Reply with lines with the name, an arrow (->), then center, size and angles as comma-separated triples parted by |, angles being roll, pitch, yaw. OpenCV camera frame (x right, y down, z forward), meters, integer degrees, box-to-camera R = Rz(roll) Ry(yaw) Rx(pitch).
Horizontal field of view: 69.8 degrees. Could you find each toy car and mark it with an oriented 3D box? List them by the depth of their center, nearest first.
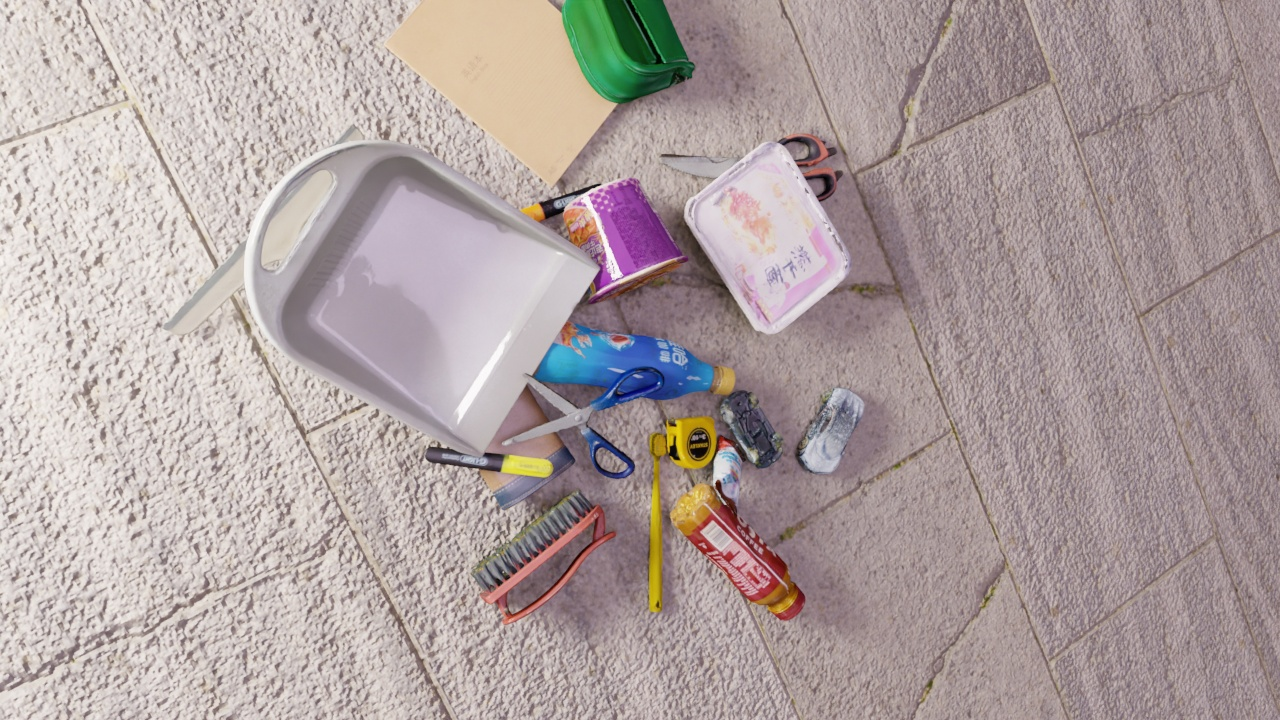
toy car -> 0.120, 0.075, 1.003 | 0.043, 0.034, 0.090 | -35, 99, -15
toy car -> 0.218, 0.081, 1.041 | 0.049, 0.031, 0.105 | 31, 80, -17

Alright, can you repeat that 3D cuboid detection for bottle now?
bottle -> -0.006, 0.005, 0.941 | 0.218, 0.065, 0.065 | 11, 86, -20
bottle -> 0.109, 0.210, 0.985 | 0.057, 0.057, 0.175 | -47, 104, -15

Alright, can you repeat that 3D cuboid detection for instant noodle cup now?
instant noodle cup -> -0.022, -0.122, 0.918 | 0.111, 0.112, 0.099 | -25, 89, -19
instant noodle cup -> 0.130, -0.130, 0.987 | 0.138, 0.060, 0.173 | -38, 108, -11

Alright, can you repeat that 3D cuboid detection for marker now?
marker -> -0.145, 0.097, 0.881 | 0.124, 0.015, 0.018 | 9, 82, -15
marker -> -0.090, -0.156, 0.936 | 0.123, 0.015, 0.018 | -24, 102, -21

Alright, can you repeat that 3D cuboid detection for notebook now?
notebook -> -0.126, -0.298, 0.926 | 0.211, 0.012, 0.149 | 39, 77, -15

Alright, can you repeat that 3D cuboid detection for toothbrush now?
toothbrush -> 0.018, 0.172, 0.974 | 0.015, 0.017, 0.190 | 1, 89, -19

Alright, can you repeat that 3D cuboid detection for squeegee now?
squeegee -> -0.256, -0.044, 0.861 | 0.246, 0.039, 0.246 | 42, 87, -16

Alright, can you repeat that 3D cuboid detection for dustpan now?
dustpan -> -0.189, -0.058, 0.779 | 0.257, 0.142, 0.222 | 32, 90, -11

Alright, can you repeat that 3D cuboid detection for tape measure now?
tape measure -> 0.053, 0.086, 0.979 | 0.059, 0.029, 0.057 | -2, 91, -40

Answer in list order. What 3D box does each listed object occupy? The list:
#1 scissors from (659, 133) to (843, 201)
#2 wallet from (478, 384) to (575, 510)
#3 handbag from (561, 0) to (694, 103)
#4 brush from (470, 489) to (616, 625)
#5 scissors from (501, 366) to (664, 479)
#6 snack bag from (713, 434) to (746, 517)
scissors -> 0.123, -0.227, 1.016 | 0.210, 0.015, 0.176 | 37, 79, -17
wallet -> -0.129, 0.078, 0.913 | 0.090, 0.033, 0.115 | -34, 100, -20
handbag -> -0.009, -0.335, 0.936 | 0.120, 0.068, 0.131 | -18, 86, -38
brush -> -0.093, 0.193, 0.909 | 0.145, 0.063, 0.069 | -37, 90, -18
scissors -> -0.049, 0.059, 0.903 | 0.175, 0.012, 0.162 | -28, 122, -8
snack bag -> 0.092, 0.120, 0.970 | 0.026, 0.105, 0.045 | -22, 114, 20
